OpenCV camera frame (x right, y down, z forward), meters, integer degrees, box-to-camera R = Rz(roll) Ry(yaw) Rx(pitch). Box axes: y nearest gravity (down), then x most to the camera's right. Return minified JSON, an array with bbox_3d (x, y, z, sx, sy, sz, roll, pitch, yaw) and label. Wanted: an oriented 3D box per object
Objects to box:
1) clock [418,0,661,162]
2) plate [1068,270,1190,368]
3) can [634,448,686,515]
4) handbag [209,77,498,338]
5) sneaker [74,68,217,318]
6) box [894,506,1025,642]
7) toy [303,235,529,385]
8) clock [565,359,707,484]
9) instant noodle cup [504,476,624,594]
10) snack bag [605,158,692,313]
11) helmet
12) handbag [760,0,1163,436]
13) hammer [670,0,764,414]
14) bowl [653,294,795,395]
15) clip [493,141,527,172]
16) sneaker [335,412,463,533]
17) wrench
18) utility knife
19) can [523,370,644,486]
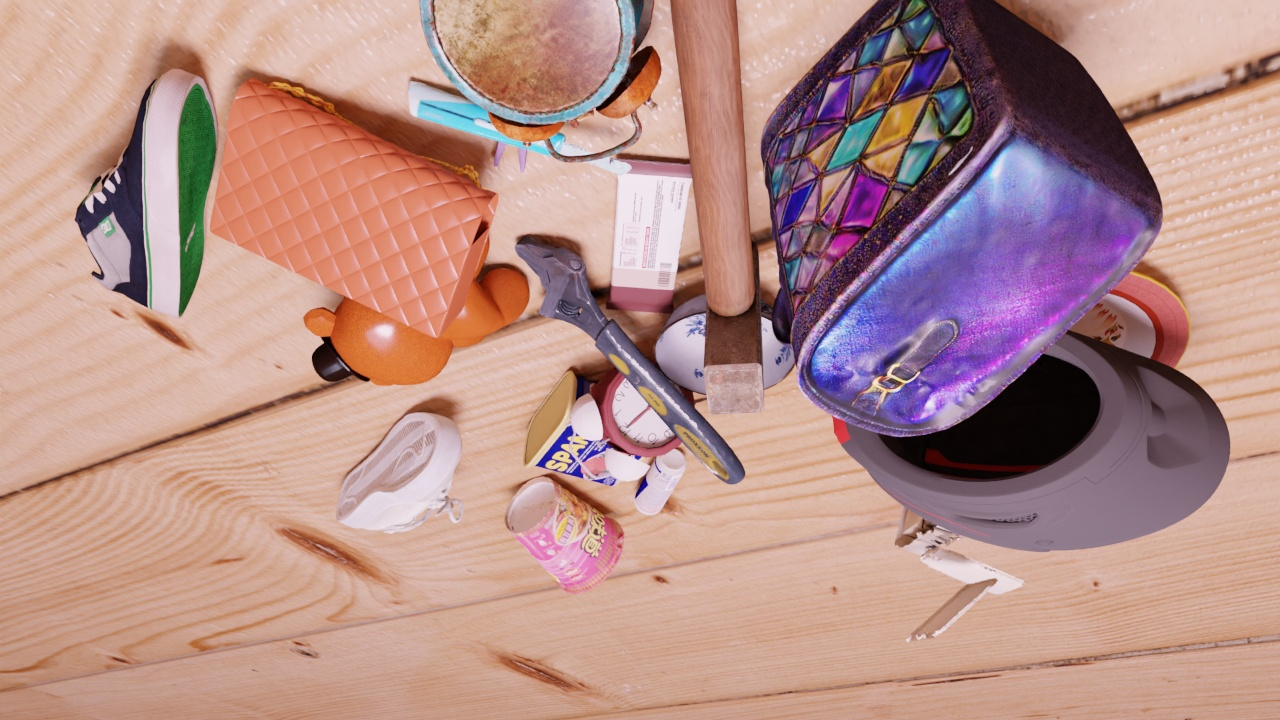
[{"bbox_3d":[-0.049,-0.184,0.514,0.121,0.073,0.158,-11,129,18],"label":"clock"},{"bbox_3d":[0.325,-0.006,0.761,0.230,0.021,0.230,2,143,2],"label":"plate"},{"bbox_3d":[0.020,0.126,0.952,0.032,0.032,0.095,11,142,-10],"label":"can"},{"bbox_3d":[-0.189,-0.106,0.618,0.172,0.060,0.109,25,123,-1],"label":"handbag"},{"bbox_3d":[-0.346,-0.113,0.632,0.079,0.084,0.236,19,144,-19],"label":"sneaker"},{"bbox_3d":[0.299,0.176,0.830,0.106,0.192,0.144,20,161,6],"label":"box"},{"bbox_3d":[-0.177,-0.033,0.712,0.176,0.096,0.112,-34,136,2],"label":"toy"},{"bbox_3d":[-0.005,0.048,0.792,0.087,0.124,0.044,51,165,-10],"label":"clock"},{"bbox_3d":[-0.088,0.185,0.998,0.098,0.097,0.108,-21,129,29],"label":"instant noodle cup"},{"bbox_3d":[0.005,-0.088,0.688,0.057,0.013,0.158,3,143,-2],"label":"snack bag"},{"bbox_3d":[0.294,0.063,0.700,0.265,0.164,0.170,-4,154,24],"label":"helmet"},{"bbox_3d":[0.152,-0.082,0.534,0.125,0.204,0.223,22,133,-22],"label":"handbag"},{"bbox_3d":[0.048,-0.128,0.562,0.037,0.157,0.301,-3,129,9],"label":"hammer"},{"bbox_3d":[0.069,-0.021,0.745,0.114,0.045,0.114,3,143,2],"label":"bowl"},{"bbox_3d":[-0.084,-0.149,0.617,0.035,0.013,0.052,12,139,-12],"label":"clip"},{"bbox_3d":[-0.223,0.121,0.932,0.090,0.089,0.243,22,146,-29],"label":"sneaker"},{"bbox_3d":[-0.004,0.004,0.739,0.273,0.022,0.074,47,144,-17],"label":"wrench"},{"bbox_3d":[-0.077,-0.149,0.593,0.151,0.015,0.022,17,115,0],"label":"utility knife"},{"bbox_3d":[-0.046,0.068,0.864,0.092,0.056,0.117,18,141,-20],"label":"can"}]
